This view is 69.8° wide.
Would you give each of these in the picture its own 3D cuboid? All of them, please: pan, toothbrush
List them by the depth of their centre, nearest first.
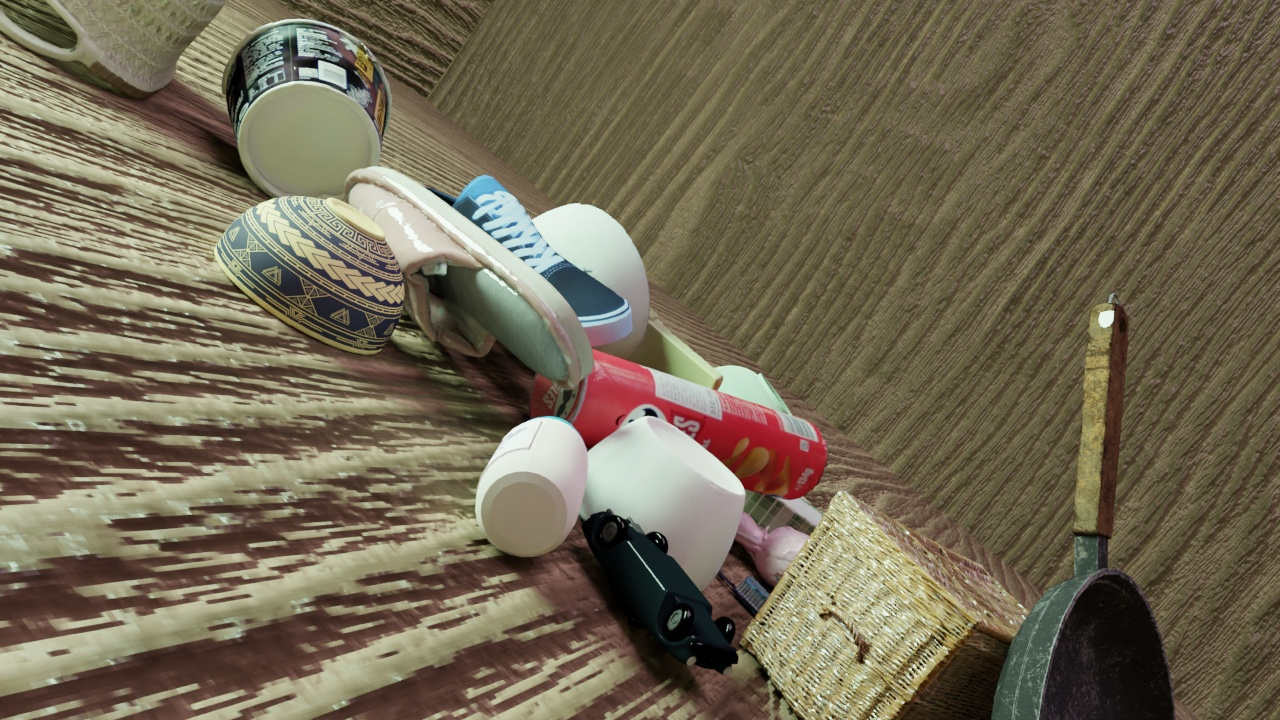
[{"bbox_3d":[0.239,0.135,0.490,0.040,0.356,0.207,-8,-21,45],"label":"pan"},{"bbox_3d":[0.027,0.113,0.651,0.189,0.017,0.016,42,11,29],"label":"toothbrush"}]

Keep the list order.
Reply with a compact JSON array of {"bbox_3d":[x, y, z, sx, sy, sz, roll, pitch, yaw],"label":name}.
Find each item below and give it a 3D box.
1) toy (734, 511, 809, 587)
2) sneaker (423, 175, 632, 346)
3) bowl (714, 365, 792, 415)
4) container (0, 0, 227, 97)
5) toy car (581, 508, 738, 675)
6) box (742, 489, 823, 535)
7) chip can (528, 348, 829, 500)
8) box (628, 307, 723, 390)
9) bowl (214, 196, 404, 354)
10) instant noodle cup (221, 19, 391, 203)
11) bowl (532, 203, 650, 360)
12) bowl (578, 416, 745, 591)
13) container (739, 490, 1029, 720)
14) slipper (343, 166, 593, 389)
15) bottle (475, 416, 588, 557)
[{"bbox_3d":[0.107,0.149,0.705,0.110,0.047,0.063,29,-1,35],"label":"toy"},{"bbox_3d":[-0.107,-0.084,0.710,0.241,0.098,0.083,24,36,35],"label":"sneaker"},{"bbox_3d":[0.122,0.063,1.023,0.151,0.077,0.150,52,10,-13],"label":"bowl"},{"bbox_3d":[-0.420,-0.319,0.724,0.184,0.143,0.246,48,2,-31],"label":"container"},{"bbox_3d":[0.007,0.118,0.472,0.046,0.034,0.112,31,9,-42],"label":"toy car"},{"bbox_3d":[0.150,0.161,0.814,0.205,0.050,0.117,38,6,1],"label":"box"},{"bbox_3d":[0.035,0.050,0.687,0.232,0.073,0.073,19,17,-32],"label":"chip can"},{"bbox_3d":[-0.009,0.007,0.837,0.043,0.141,0.187,-30,60,-32],"label":"box"},{"bbox_3d":[-0.188,-0.062,0.555,0.112,0.061,0.112,36,8,-6],"label":"bowl"},{"bbox_3d":[-0.269,-0.192,0.743,0.137,0.137,0.112,32,19,-34],"label":"instant noodle cup"},{"bbox_3d":[-0.071,-0.056,0.799,0.153,0.154,0.072,41,37,26],"label":"bowl"},{"bbox_3d":[0.016,0.085,0.586,0.116,0.066,0.116,36,8,-6],"label":"bowl"},{"bbox_3d":[0.169,0.178,0.553,0.198,0.113,0.114,31,11,-39],"label":"container"},{"bbox_3d":[-0.136,-0.054,0.629,0.274,0.054,0.114,32,-29,37],"label":"slipper"},{"bbox_3d":[-0.054,0.058,0.494,0.051,0.051,0.146,37,8,-5],"label":"bottle"}]
